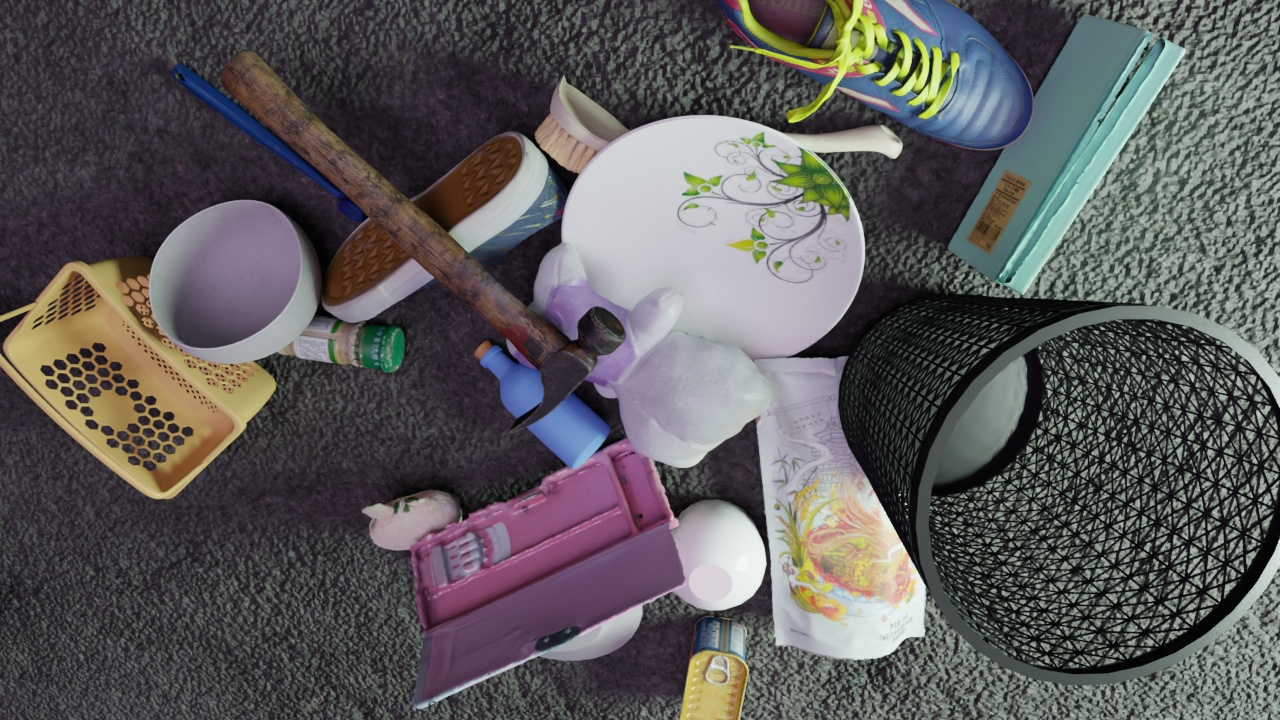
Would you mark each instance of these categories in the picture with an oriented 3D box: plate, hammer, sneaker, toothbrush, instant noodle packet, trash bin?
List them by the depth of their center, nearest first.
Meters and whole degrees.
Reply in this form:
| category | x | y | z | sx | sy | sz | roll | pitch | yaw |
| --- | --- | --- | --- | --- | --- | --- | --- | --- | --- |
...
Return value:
| category | x | y | z | sx | sy | sz | roll | pitch | yaw |
| --- | --- | --- | --- | --- | --- | --- | --- | --- | --- |
| trash bin | 0.246 | 0.052 | 0.614 | 0.217 | 0.243 | 0.217 | -1 | 102 | -4 |
| sneaker | 0.161 | -0.206 | 0.628 | 0.242 | 0.091 | 0.116 | 24 | 109 | -2 |
| hammer | -0.169 | -0.088 | 0.658 | 0.330 | 0.033 | 0.120 | 43 | 113 | -5 |
| plate | 0.054 | -0.088 | 0.705 | 0.229 | 0.030 | 0.230 | 7 | 132 | 8 |
| sneaker | -0.154 | -0.089 | 0.729 | 0.236 | 0.087 | 0.079 | -27 | 144 | 25 |
| toothbrush | -0.300 | -0.175 | 0.746 | 0.190 | 0.017 | 0.016 | 38 | 110 | -7 |
| instant noodle packet | 0.174 | 0.123 | 0.771 | 0.147 | 0.057 | 0.269 | -5 | 108 | 2 |
| plate | -0.086 | 0.225 | 0.849 | 0.173 | 0.019 | 0.173 | 5 | 122 | 8 |

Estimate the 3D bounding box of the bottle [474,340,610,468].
| category | x | y | z | sx | sy | sz | roll | pitch | yaw |
| --- | --- | --- | --- | --- | --- | --- | --- | --- | --- |
| bottle | -0.088 | 0.031 | 0.775 | 0.131 | 0.048 | 0.048 | 42 | 111 | 8 |

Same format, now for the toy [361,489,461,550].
| category | x | y | z | sx | sy | sz | roll | pitch | yaw |
| --- | --- | --- | --- | --- | --- | --- | --- | --- | --- |
| toy | -0.204 | 0.150 | 0.839 | 0.087 | 0.050 | 0.112 | -22 | 139 | 11 |

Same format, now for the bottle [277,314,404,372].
| category | x | y | z | sx | sy | sz | roll | pitch | yaw |
| --- | --- | --- | --- | --- | --- | --- | --- | --- | --- |
| bottle | -0.261 | -0.017 | 0.788 | 0.110 | 0.042 | 0.043 | 8 | 111 | 6 |

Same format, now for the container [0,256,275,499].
| category | x | y | z | sx | sy | sz | roll | pitch | yaw |
| --- | --- | --- | --- | --- | --- | --- | --- | --- | --- |
| container | -0.423 | 0.019 | 0.758 | 0.129 | 0.166 | 0.183 | -38 | 102 | 19 |

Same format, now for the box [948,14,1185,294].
| category | x | y | z | sx | sy | sz | roll | pitch | yaw |
| --- | --- | --- | --- | --- | --- | --- | --- | --- | --- |
| box | 0.288 | -0.146 | 0.648 | 0.079 | 0.077 | 0.189 | 32 | 114 | 13 |

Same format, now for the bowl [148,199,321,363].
| category | x | y | z | sx | sy | sz | roll | pitch | yaw |
| --- | --- | --- | --- | --- | --- | --- | --- | --- | --- |
| bowl | -0.323 | -0.059 | 0.751 | 0.132 | 0.064 | 0.131 | -3 | 71 | 7 |

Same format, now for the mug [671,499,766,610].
| category | x | y | z | sx | sy | sz | roll | pitch | yaw |
| --- | --- | --- | --- | --- | --- | --- | --- | --- | --- |
| mug | 0.048 | 0.163 | 0.793 | 0.124 | 0.076 | 0.090 | 28 | 112 | -3 |

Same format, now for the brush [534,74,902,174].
| category | x | y | z | sx | sy | sz | roll | pitch | yaw |
| --- | --- | --- | --- | --- | --- | --- | --- | --- | --- |
| brush | 0.057 | -0.165 | 0.683 | 0.272 | 0.061 | 0.077 | 4 | 138 | 1 |

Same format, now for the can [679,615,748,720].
| category | x | y | z | sx | sy | sz | roll | pitch | yaw |
| --- | --- | --- | --- | --- | --- | --- | --- | --- | --- |
| can | 0.069 | 0.292 | 0.848 | 0.054 | 0.059 | 0.100 | 9 | 112 | 4 |

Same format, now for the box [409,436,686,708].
| category | x | y | z | sx | sy | sz | roll | pitch | yaw |
| --- | --- | --- | --- | --- | --- | --- | --- | --- | --- |
| box | -0.078 | 0.175 | 0.752 | 0.233 | 0.179 | 0.055 | -25 | 129 | 6 |

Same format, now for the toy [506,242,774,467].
| category | x | y | z | sx | sy | sz | roll | pitch | yaw |
| --- | --- | --- | --- | --- | --- | --- | --- | --- | --- |
| toy | -0.004 | 0.004 | 0.724 | 0.209 | 0.085 | 0.138 | 32 | 132 | -6 |
